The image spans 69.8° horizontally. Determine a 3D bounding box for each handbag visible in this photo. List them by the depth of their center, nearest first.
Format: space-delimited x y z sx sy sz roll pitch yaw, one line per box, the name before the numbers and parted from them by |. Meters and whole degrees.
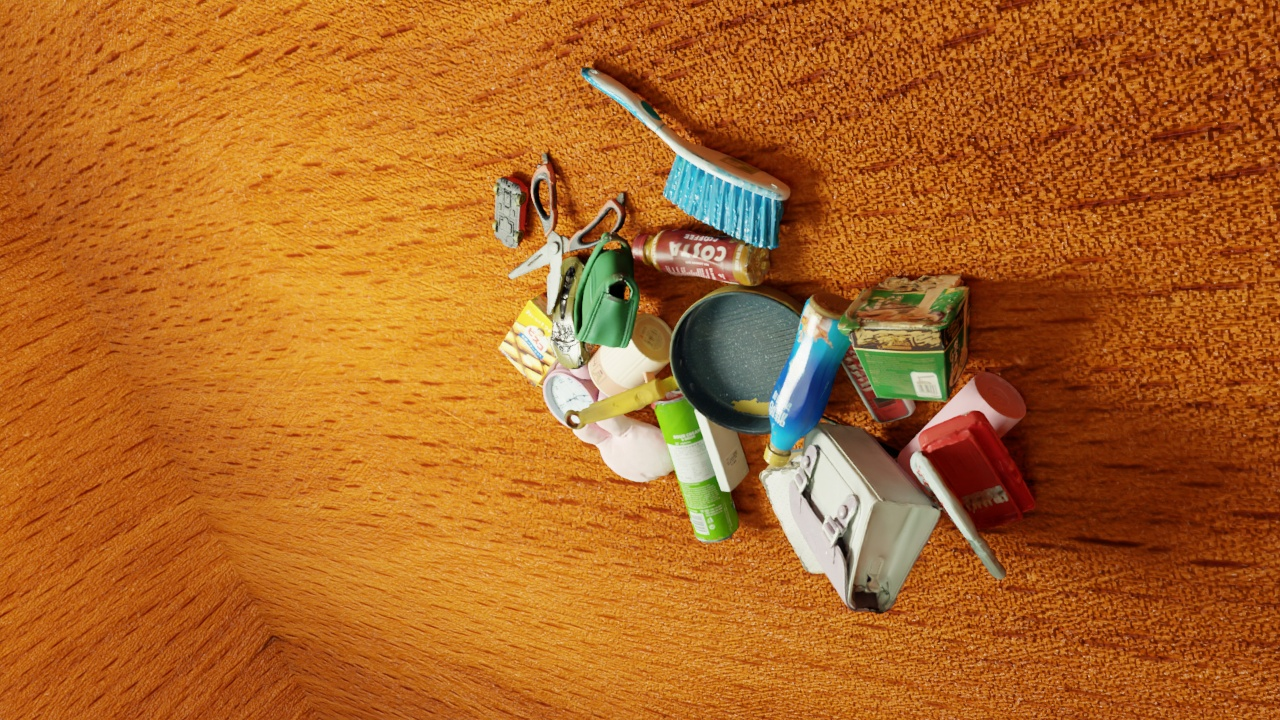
handbag | 0.240 0.174 1.049 0.098 0.197 0.145 5 109 -11
handbag | -0.042 -0.088 1.179 0.068 0.131 0.120 9 124 -10

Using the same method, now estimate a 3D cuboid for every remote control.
remote control | 0.270 0.012 1.081 0.056 0.020 0.136 -23 102 47
remote control | 0.111 0.109 1.253 0.019 0.056 0.135 -2 117 41

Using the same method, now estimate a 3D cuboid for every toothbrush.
toothbrush | 0.277 0.099 1.140 0.186 0.012 0.017 26 132 24

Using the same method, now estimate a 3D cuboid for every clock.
clock | -0.079 0.042 1.365 0.159 0.059 0.117 -32 96 45

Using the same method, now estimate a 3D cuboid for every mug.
mug | -0.007 0.007 1.251 0.106 0.081 0.114 -42 51 45

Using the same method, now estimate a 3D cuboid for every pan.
pan | 0.062 0.025 1.161 0.358 0.078 0.198 -16 109 29

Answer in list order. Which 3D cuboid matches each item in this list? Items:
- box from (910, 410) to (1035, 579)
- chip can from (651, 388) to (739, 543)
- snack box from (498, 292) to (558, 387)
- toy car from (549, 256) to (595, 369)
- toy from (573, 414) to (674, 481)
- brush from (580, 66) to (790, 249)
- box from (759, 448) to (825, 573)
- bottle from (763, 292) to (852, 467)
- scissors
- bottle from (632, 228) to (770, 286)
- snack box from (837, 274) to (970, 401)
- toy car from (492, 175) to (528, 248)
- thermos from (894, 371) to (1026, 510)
box | 0.361 0.151 0.970 0.095 0.101 0.201 -26 134 21
chip can | 0.078 0.141 1.290 0.072 0.072 0.236 1 118 40
snack box | -0.156 -0.030 1.401 0.087 0.033 0.141 46 135 5
toy car | -0.094 -0.066 1.285 0.070 0.042 0.158 6 94 42
toy | -0.018 0.122 1.344 0.159 0.054 0.122 39 131 -26
brush | 0.044 -0.242 1.081 0.315 0.060 0.110 30 128 24
box | 0.235 0.205 1.213 0.090 0.061 0.184 -12 111 44
bottle | 0.190 0.030 1.062 0.065 0.065 0.219 29 121 22
scissors | -0.104 -0.167 1.242 0.189 0.015 0.223 10 108 28
bottle | 0.070 -0.129 1.125 0.175 0.057 0.057 12 124 34
snack box | 0.292 -0.019 0.976 0.118 0.117 0.106 1 122 37
toy car | -0.183 -0.210 1.303 0.049 0.031 0.106 29 132 23
thermos | 0.352 0.104 1.037 0.087 0.067 0.199 24 130 -6
